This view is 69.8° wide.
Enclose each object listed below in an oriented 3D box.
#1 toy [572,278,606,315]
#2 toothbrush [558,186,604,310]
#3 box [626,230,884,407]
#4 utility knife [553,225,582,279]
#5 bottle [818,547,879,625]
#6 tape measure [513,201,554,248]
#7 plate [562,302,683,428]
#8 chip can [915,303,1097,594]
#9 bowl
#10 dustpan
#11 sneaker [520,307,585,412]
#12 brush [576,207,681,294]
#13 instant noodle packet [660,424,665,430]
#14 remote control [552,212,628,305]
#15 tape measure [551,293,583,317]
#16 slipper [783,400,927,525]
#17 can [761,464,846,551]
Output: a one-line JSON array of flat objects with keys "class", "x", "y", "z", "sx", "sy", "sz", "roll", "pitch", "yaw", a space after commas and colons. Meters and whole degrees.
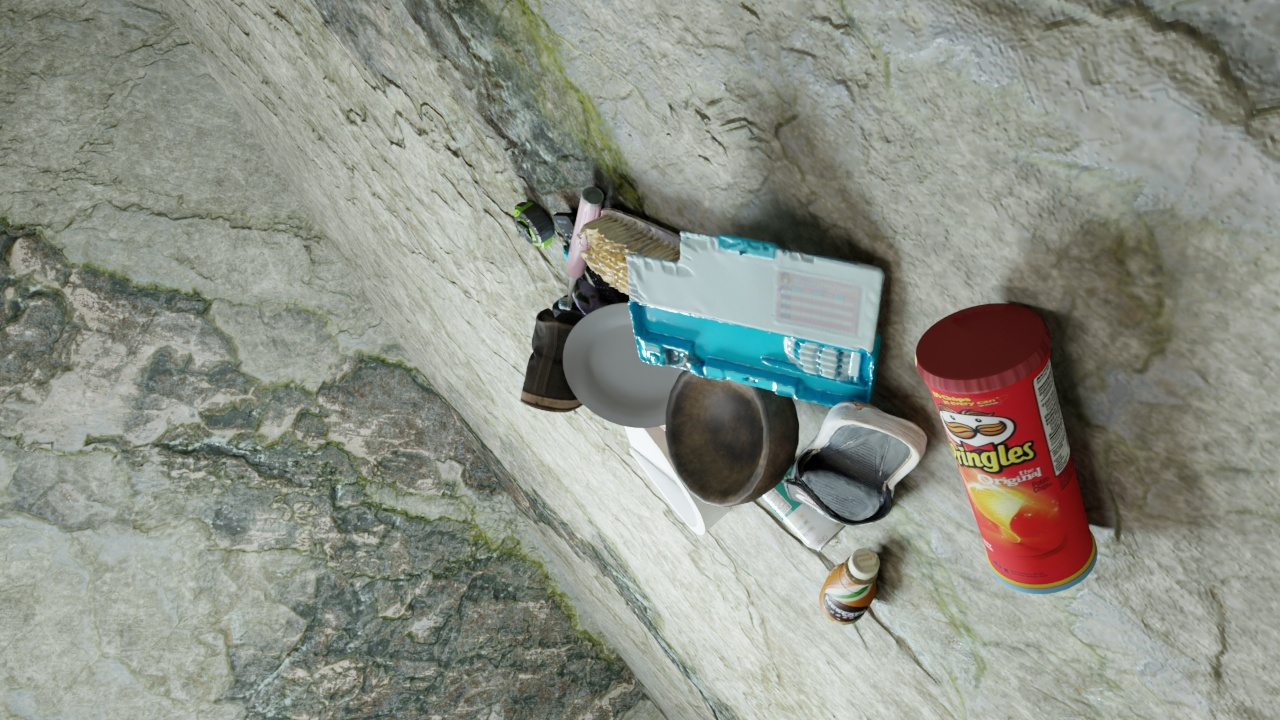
[{"class": "toy", "x": -0.057, "y": -0.065, "z": 1.235, "sx": 0.080, "sy": 0.036, "sz": 0.100, "roll": 51, "pitch": 177, "yaw": 42}, {"class": "toothbrush", "x": -0.077, "y": -0.128, "z": 1.129, "sx": 0.026, "sy": 0.027, "sz": 0.223, "roll": 10, "pitch": 146, "yaw": -8}, {"class": "box", "x": 0.096, "y": -0.038, "z": 0.808, "sx": 0.227, "sy": 0.039, "sz": 0.182, "roll": 14, "pitch": 144, "yaw": 19}, {"class": "utility knife", "x": -0.091, "y": -0.127, "z": 1.249, "sx": 0.022, "sy": 0.015, "sz": 0.141, "roll": -100, "pitch": -10, "yaw": -55}, {"class": "bottle", "x": 0.252, "y": 0.265, "z": 1.089, "sx": 0.059, "sy": 0.059, "sz": 0.167, "roll": 44, "pitch": 159, "yaw": 24}, {"class": "tape measure", "x": -0.148, "y": -0.183, "z": 1.245, "sx": 0.065, "sy": 0.035, "sz": 0.059, "roll": 37, "pitch": 155, "yaw": 38}, {"class": "plate", "x": -0.007, "y": 0.007, "z": 1.124, "sx": 0.178, "sy": 0.179, "sz": 0.012, "roll": 61, "pitch": -157, "yaw": -24}, {"class": "chip can", "x": 0.269, "y": 0.068, "z": 0.665, "sx": 0.087, "sy": 0.087, "sz": 0.213, "roll": 23, "pitch": 147, "yaw": 55}, {"class": "bowl", "x": 0.104, "y": 0.073, "z": 0.989, "sx": 0.162, "sy": 0.070, "sz": 0.162, "roll": 3, "pitch": 94, "yaw": 51}, {"class": "dustpan", "x": 0.030, "y": 0.162, "z": 1.420, "sx": 0.258, "sy": 0.053, "sz": 0.192, "roll": 36, "pitch": 155, "yaw": 39}, {"class": "sneaker", "x": -0.089, "y": -0.011, "z": 1.247, "sx": 0.095, "sy": 0.120, "sz": 0.234, "roll": 15, "pitch": -168, "yaw": 18}, {"class": "brush", "x": 0.028, "y": -0.092, "z": 0.973, "sx": 0.271, "sy": 0.056, "sz": 0.083, "roll": 33, "pitch": 153, "yaw": 43}, {"class": "instant noodle packet", "x": 0.020, "y": 0.059, "z": 1.242, "sx": 0.135, "sy": 0.039, "sz": 0.098, "roll": 37, "pitch": 173, "yaw": -11}, {"class": "remote control", "x": -0.059, "y": -0.126, "z": 1.168, "sx": 0.047, "sy": 0.022, "sz": 0.150, "roll": 18, "pitch": 143, "yaw": 58}, {"class": "tape measure", "x": -0.097, "y": -0.062, "z": 1.336, "sx": 0.071, "sy": 0.042, "sz": 0.072, "roll": 49, "pitch": 163, "yaw": -1}, {"class": "slipper", "x": 0.202, "y": 0.121, "z": 0.900, "sx": 0.111, "sy": 0.063, "sz": 0.264, "roll": 23, "pitch": 153, "yaw": 9}, {"class": "can", "x": 0.189, "y": 0.171, "z": 1.075, "sx": 0.101, "sy": 0.054, "sz": 0.055, "roll": 46, "pitch": 160, "yaw": 17}]
